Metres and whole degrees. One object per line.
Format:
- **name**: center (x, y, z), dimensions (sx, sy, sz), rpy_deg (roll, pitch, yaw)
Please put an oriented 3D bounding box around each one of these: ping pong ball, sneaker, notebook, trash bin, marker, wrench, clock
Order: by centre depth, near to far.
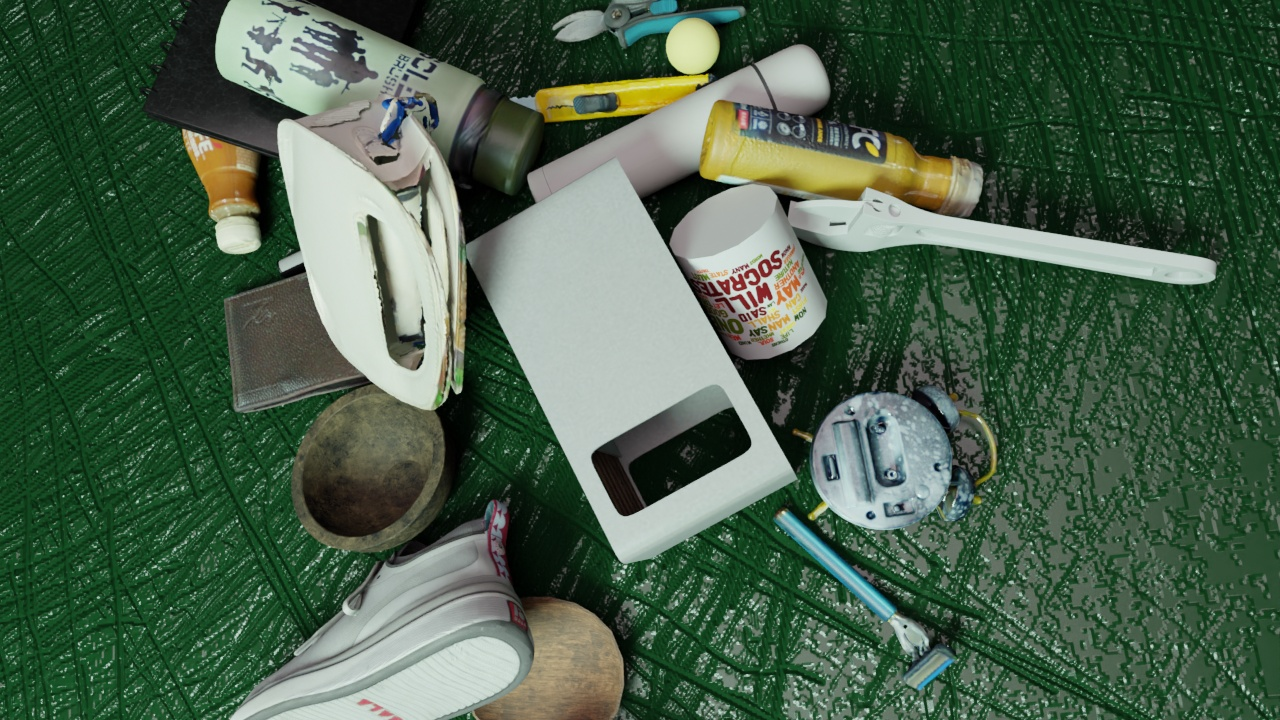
- **clock**: center (0.168, 0.064, 0.600), dimensions (0.129, 0.052, 0.090), rpy_deg (-9, 78, 5)
- **wrench**: center (0.235, -0.077, 0.612), dimensions (0.273, 0.087, 0.018), rpy_deg (10, 82, 2)
- **trash bin**: center (-0.004, 0.004, 0.614), dimensions (0.114, 0.114, 0.228), rpy_deg (-29, 76, 5)
- **sneaker**: center (-0.184, 0.194, 0.635), dimensions (0.264, 0.097, 0.128), rpy_deg (-33, 34, 20)
- **ping pong ball**: center (0.039, -0.234, 0.684), dimensions (0.040, 0.040, 0.040), rpy_deg (-2, 80, 11)
- **notebook**: center (-0.273, -0.272, 0.727), dimensions (0.169, 0.019, 0.231), rpy_deg (17, 77, -4)
- **marker**: center (-0.223, -0.101, 0.727), dimensions (0.140, 0.016, 0.016), rpy_deg (-24, 77, 7)

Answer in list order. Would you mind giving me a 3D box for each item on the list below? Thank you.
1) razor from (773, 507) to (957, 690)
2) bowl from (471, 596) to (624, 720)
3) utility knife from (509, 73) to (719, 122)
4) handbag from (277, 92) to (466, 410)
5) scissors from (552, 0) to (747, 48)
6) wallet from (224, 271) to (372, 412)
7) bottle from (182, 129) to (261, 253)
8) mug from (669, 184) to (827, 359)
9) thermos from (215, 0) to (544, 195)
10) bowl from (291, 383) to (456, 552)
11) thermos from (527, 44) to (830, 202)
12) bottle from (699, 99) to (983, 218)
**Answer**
- **razor**: center (0.144, 0.151, 0.610), dimensions (0.144, 0.022, 0.042), rpy_deg (45, 127, 19)
- **bowl**: center (-0.065, 0.215, 0.636), dimensions (0.114, 0.026, 0.102), rpy_deg (3, 82, 12)
- **utility knife**: center (-0.039, -0.197, 0.705), dimensions (0.207, 0.018, 0.030), rpy_deg (0, 115, 14)
- **handbag**: center (-0.154, -0.070, 0.607), dimensions (0.092, 0.201, 0.199), rpy_deg (-23, 43, -29)
- **scissors**: center (0.011, -0.266, 0.707), dimensions (0.148, 0.019, 0.132), rpy_deg (37, 88, 14)
- **wallet**: center (-0.266, -0.019, 0.716), dimensions (0.120, 0.031, 0.099), rpy_deg (-14, 75, 10)
- **bottle**: center (-0.334, -0.169, 0.739), dimensions (0.059, 0.059, 0.167), rpy_deg (-15, 80, 8)
- **mug**: center (0.076, -0.068, 0.619), dimensions (0.074, 0.089, 0.105), rpy_deg (-13, 38, 28)
- **thermos**: center (-0.186, -0.193, 0.678), dimensions (0.231, 0.082, 0.082), rpy_deg (23, 85, -4)
- **bowl**: center (-0.183, 0.083, 0.664), dimensions (0.121, 0.056, 0.121), rpy_deg (-7, 65, 16)
- **thermos**: center (0.028, -0.160, 0.668), dimensions (0.224, 0.052, 0.052), rpy_deg (-25, 77, 6)
- **bottle**: center (0.136, -0.133, 0.621), dimensions (0.186, 0.053, 0.053), rpy_deg (10, 82, -4)
